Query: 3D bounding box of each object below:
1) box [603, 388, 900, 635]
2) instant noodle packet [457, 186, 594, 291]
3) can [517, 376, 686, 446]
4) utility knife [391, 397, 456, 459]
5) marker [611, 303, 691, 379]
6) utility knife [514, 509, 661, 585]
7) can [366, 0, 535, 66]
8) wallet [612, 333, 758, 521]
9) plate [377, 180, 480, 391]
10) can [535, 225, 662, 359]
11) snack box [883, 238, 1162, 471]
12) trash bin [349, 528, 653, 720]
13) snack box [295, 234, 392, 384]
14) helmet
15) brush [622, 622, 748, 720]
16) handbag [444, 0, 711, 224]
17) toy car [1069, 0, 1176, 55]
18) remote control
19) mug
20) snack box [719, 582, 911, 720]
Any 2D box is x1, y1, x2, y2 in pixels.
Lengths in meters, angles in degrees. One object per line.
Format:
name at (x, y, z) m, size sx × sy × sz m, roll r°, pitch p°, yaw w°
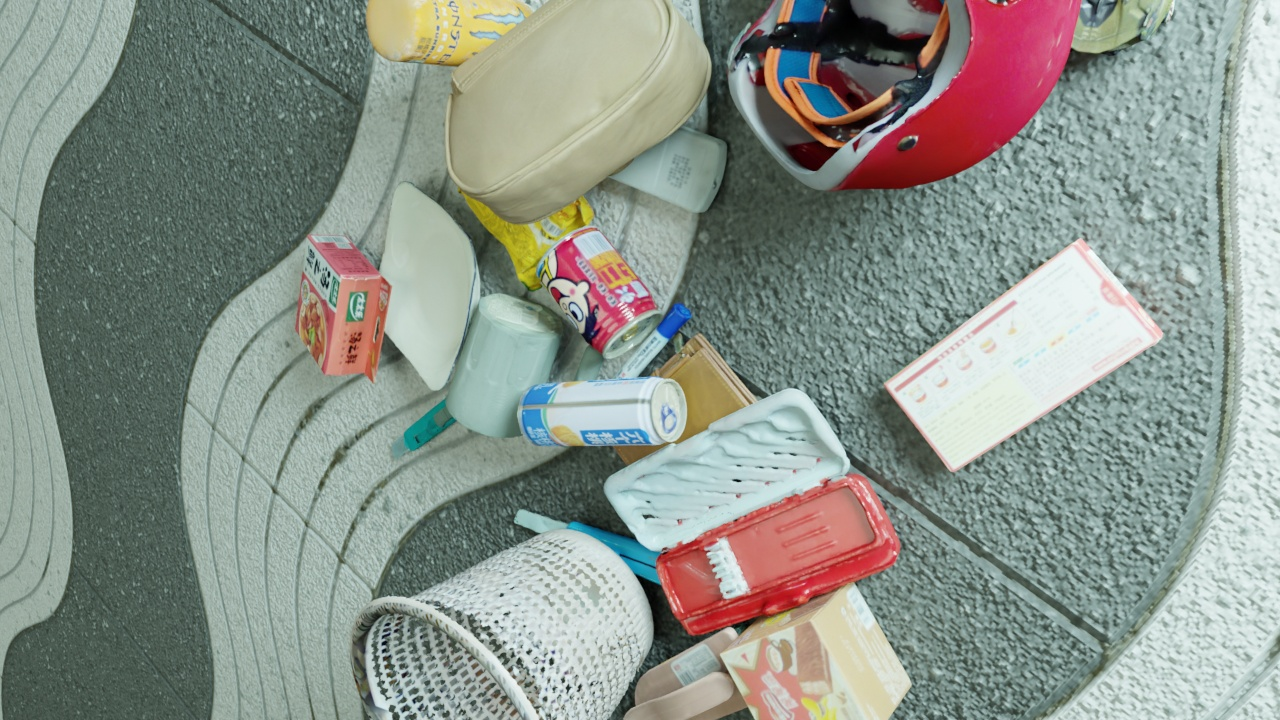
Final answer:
box at (0.081, 0.122, 0.716) m, size 0.202 × 0.049 × 0.160 m, roll -30°, pitch 92°, yaw 31°
instant noodle packet at (-0.098, -0.139, 0.788) m, size 0.128 × 0.044 × 0.111 m, roll 56°, pitch 132°, yaw 15°
can at (-0.032, 0.042, 0.739) m, size 0.135 × 0.053 × 0.053 m, roll -4°, pitch 99°, yaw 34°
utility knife at (-0.206, 0.062, 0.933) m, size 0.179 × 0.013 × 0.029 m, roll -34°, pitch 81°, yaw 36°
marker at (-0.005, 0.005, 0.771) m, size 0.017 × 0.016 × 0.146 m, roll 51°, pitch 127°, yaw 14°
utility knife at (-0.038, 0.169, 0.841) m, size 0.208 × 0.018 × 0.034 m, roll 11°, pitch 109°, yaw 34°
can at (-0.143, -0.262, 0.724) m, size 0.058 × 0.145 × 0.058 m, roll 9°, pitch 107°, yaw 33°
wallet at (0.033, 0.052, 0.750) m, size 0.131 × 0.035 × 0.119 m, roll -45°, pitch 75°, yaw 32°
plate at (-0.194, -0.071, 0.862) m, size 0.164 × 0.034 × 0.164 m, roll 43°, pitch 125°, yaw 36°
can at (-0.033, -0.055, 0.750) m, size 0.094 × 0.066 × 0.067 m, roll 52°, pitch 124°, yaw 13°
snack box at (0.242, 0.000, 0.596) m, size 0.156 × 0.027 × 0.077 m, roll -43°, pitch 77°, yaw 34°
trash bin at (-0.099, 0.253, 0.784) m, size 0.228 × 0.191 × 0.228 m, roll 17°, pitch 120°, yaw 31°
snack box at (-0.305, -0.052, 0.933) m, size 0.127 × 0.044 × 0.113 m, roll 40°, pitch 122°, yaw 42°
helmet at (0.162, -0.212, 0.515) m, size 0.207 × 0.143 × 0.240 m, roll -124°, pitch 43°, yaw -56°
brush at (0.043, 0.279, 0.778) m, size 0.146 × 0.072 × 0.063 m, roll -40°, pitch 79°, yaw 37°
handbag at (-0.051, -0.197, 0.684) m, size 0.205 × 0.099 × 0.147 m, roll -30°, pitch 62°, yaw 19°
toy car at (0.270, -0.252, 0.506) m, size 0.070 × 0.042 × 0.158 m, roll 18°, pitch 109°, yaw 30°
remote control at (-0.001, -0.167, 0.726) m, size 0.150 × 0.021 × 0.058 m, roll 28°, pitch 114°, yaw 27°
mug at (-0.101, 0.011, 0.816) m, size 0.124 × 0.083 × 0.104 m, roll 21°, pitch 115°, yaw 0°
snack box at (0.133, 0.236, 0.701) m, size 0.095 × 0.076 × 0.092 m, roll -34°, pitch 82°, yaw 36°
